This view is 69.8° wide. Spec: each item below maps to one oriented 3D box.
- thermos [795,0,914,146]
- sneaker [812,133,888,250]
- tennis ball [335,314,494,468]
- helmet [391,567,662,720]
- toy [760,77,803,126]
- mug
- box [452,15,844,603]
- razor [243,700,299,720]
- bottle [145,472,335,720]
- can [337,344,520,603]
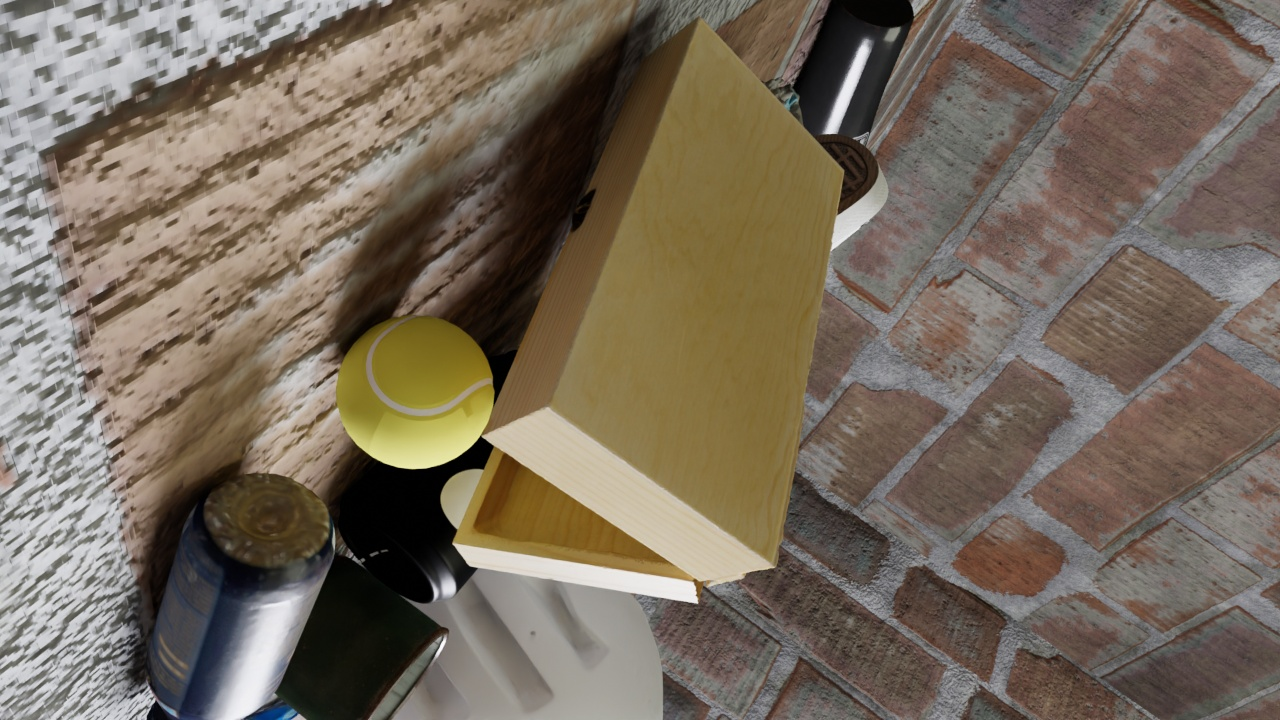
[{"bbox_3d":[0.192,-0.253,0.899,0.105,0.106,0.219,-50,166,-33],"label":"thermos"},{"bbox_3d":[0.064,-0.050,0.631,0.246,0.091,0.097,-35,135,17],"label":"sneaker"},{"bbox_3d":[-0.095,0.013,0.390,0.065,0.065,0.065,-54,172,-11],"label":"tennis ball"},{"bbox_3d":[-0.099,0.247,0.700,0.224,0.282,0.184,-34,-151,-3],"label":"helmet"},{"bbox_3d":[0.055,-0.126,0.669,0.132,0.076,0.176,22,115,-44],"label":"toy"},{"bbox_3d":[-0.169,0.170,0.542,0.085,0.081,0.111,-54,172,-10],"label":"mug"},{"bbox_3d":[0.014,-0.018,0.460,0.185,0.141,0.247,-54,-166,54],"label":"box"},{"bbox_3d":[-0.247,0.235,0.585,0.044,0.018,0.141,-55,176,-6],"label":"razor"},{"bbox_3d":[-0.174,0.118,0.385,0.161,0.056,0.056,-60,171,29],"label":"bottle"},{"bbox_3d":[-0.097,0.062,0.528,0.145,0.080,0.080,-49,170,-37],"label":"can"}]
